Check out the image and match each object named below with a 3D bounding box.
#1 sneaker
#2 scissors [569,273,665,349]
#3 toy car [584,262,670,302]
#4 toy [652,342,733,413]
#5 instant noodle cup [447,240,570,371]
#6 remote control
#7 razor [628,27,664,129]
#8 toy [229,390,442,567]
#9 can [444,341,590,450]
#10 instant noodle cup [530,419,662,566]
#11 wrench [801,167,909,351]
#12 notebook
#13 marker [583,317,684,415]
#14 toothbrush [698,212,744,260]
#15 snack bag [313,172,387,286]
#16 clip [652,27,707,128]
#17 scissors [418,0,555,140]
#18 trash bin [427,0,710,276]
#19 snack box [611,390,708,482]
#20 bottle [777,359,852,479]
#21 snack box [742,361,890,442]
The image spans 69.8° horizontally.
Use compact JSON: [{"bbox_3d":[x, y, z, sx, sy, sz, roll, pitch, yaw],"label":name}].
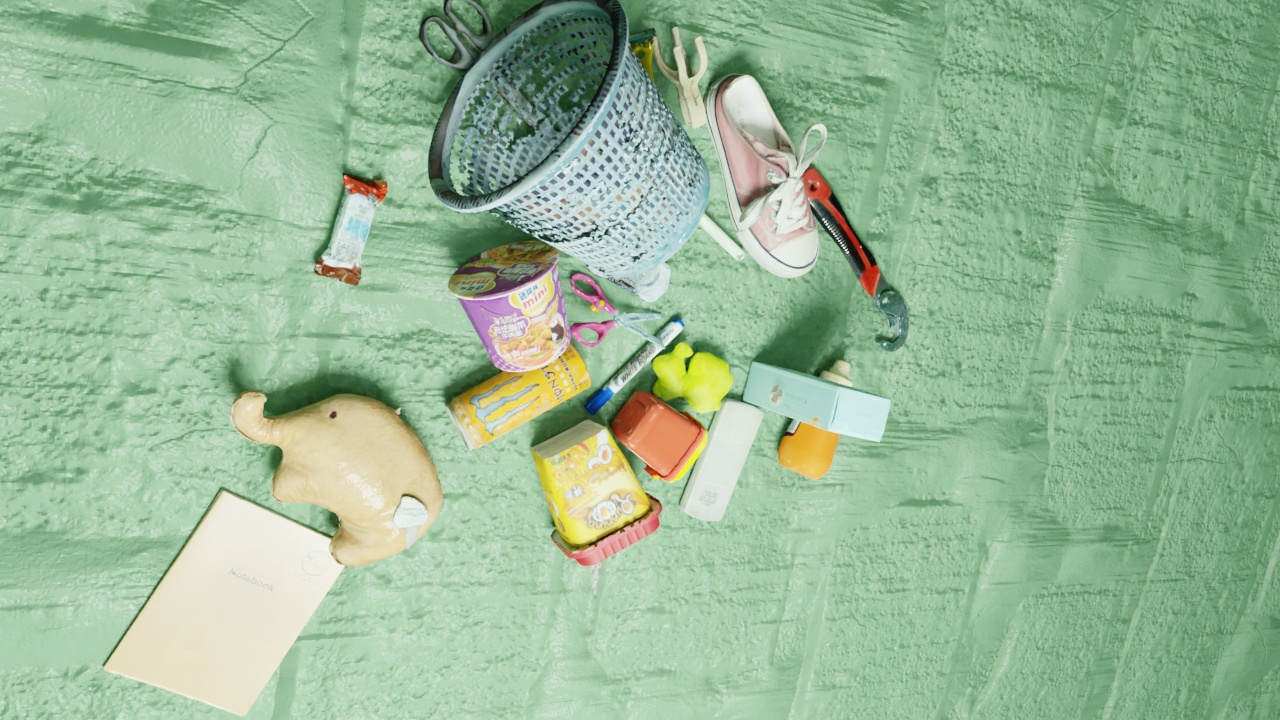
[{"bbox_3d":[0.144,-0.193,0.991,0.118,0.088,0.241,-30,114,-14],"label":"sneaker"},{"bbox_3d":[-0.025,-0.037,0.978,0.135,0.017,0.107,32,50,-25],"label":"scissors"},{"bbox_3d":[-0.010,-0.098,0.982,0.105,0.031,0.049,26,94,-29],"label":"toy car"},{"bbox_3d":[0.062,0.020,1.047,0.100,0.031,0.097,-10,120,-15],"label":"toy"},{"bbox_3d":[-0.121,-0.050,0.907,0.111,0.111,0.099,-26,121,-16],"label":"instant noodle cup"},{"bbox_3d":[0.096,0.119,1.098,0.058,0.021,0.150,19,96,-28],"label":"remote control"},{"bbox_3d":[0.011,-0.269,0.943,0.043,0.028,0.133,-10,112,15],"label":"razor"},{"bbox_3d":[-0.287,0.095,0.886,0.143,0.083,0.226,-43,115,-17],"label":"toy"},{"bbox_3d":[-0.125,0.035,0.953,0.146,0.058,0.058,-29,115,-14],"label":"can"},{"bbox_3d":[-0.055,0.138,0.992,0.116,0.116,0.124,-27,103,-15],"label":"instant noodle cup"},{"bbox_3d":[0.261,-0.119,1.108,0.056,0.016,0.273,-41,118,-9],"label":"wrench"},{"bbox_3d":[-0.406,0.246,0.916,0.147,0.008,0.207,34,90,-28],"label":"notebook"},{"bbox_3d":[-0.006,0.006,1.022,0.145,0.017,0.017,-44,117,-7],"label":"marker"},{"bbox_3d":[0.052,-0.168,0.997,0.189,0.020,0.029,38,92,-29],"label":"toothbrush"},{"bbox_3d":[-0.270,-0.123,0.859,0.045,0.026,0.105,14,100,-36],"label":"snack bag"},{"bbox_3d":[0.050,-0.289,0.935,0.035,0.095,0.102,-28,103,-15],"label":"clip"},{"bbox_3d":[-0.144,-0.264,0.887,0.132,0.014,0.175,-16,114,-21],"label":"scissors"},{"bbox_3d":[-0.047,-0.184,0.844,0.195,0.227,0.226,36,88,-43],"label":"trash bin"},{"bbox_3d":[0.017,0.082,1.015,0.080,0.091,0.082,37,87,-22],"label":"snack box"},{"bbox_3d":[0.221,0.068,1.121,0.066,0.067,0.149,25,86,-28],"label":"bottle"},{"bbox_3d":[0.194,0.044,1.035,0.074,0.175,0.051,12,93,-27],"label":"snack box"}]
